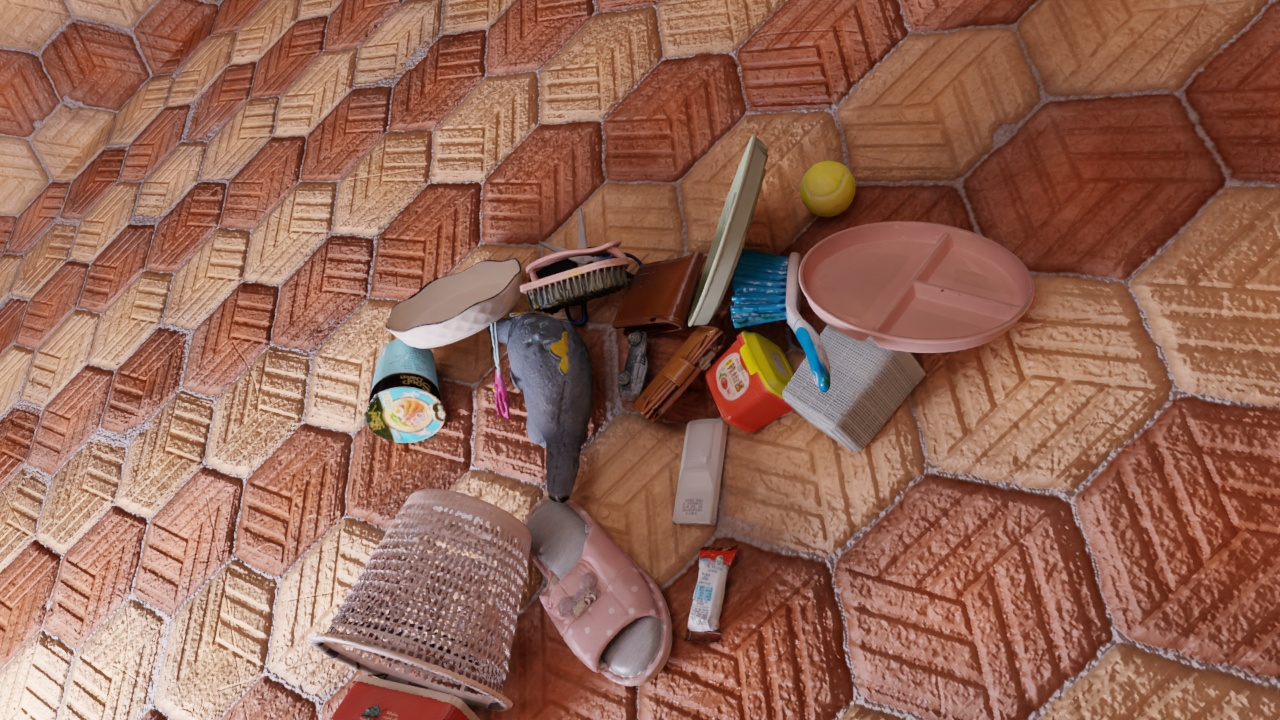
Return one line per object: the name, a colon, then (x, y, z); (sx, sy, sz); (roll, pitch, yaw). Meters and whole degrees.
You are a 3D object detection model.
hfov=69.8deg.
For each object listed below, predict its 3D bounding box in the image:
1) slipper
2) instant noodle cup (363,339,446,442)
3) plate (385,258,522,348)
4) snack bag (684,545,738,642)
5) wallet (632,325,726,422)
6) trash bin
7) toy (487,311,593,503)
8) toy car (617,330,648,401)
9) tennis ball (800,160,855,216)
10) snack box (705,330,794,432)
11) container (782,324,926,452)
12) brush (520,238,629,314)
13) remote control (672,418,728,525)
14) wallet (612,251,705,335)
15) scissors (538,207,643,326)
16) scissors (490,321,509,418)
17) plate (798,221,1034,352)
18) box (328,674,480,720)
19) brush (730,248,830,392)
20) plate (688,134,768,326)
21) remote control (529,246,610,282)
slipper: (-0.060, 0.243, 1.019); (0.114, 0.054, 0.274); (-46, 47, 2)
instant noodle cup: (-0.330, 0.036, 1.295); (0.111, 0.111, 0.120); (-29, 42, 16)
plate: (-0.256, -0.080, 1.292); (0.205, 0.045, 0.204); (-19, 24, 9)
snack bag: (0.073, 0.240, 0.953); (0.048, 0.026, 0.104); (-9, 60, 36)
wallet: (0.044, 0.014, 1.068); (0.132, 0.031, 0.108); (-50, 6, -1)
trash bin: (-0.220, 0.257, 1.016); (0.228, 0.227, 0.191); (-2, 56, 32)
toy: (-0.120, 0.023, 1.165); (0.138, 0.091, 0.356); (-50, 41, 23)
toy car: (-0.007, 0.007, 1.134); (0.034, 0.043, 0.090); (10, 70, 8)
tennis ball: (0.222, -0.204, 1.089); (0.066, 0.065, 0.065); (-16, 56, 25)
snack box: (0.124, 0.027, 1.015); (0.080, 0.082, 0.091); (-41, 46, 24)
container: (0.217, 0.024, 0.946); (0.090, 0.090, 0.111); (35, 88, 41)
brush: (-0.083, -0.112, 1.205); (0.146, 0.063, 0.073); (-16, 79, 20)
remote control: (0.067, 0.124, 1.027); (0.049, 0.024, 0.124); (-7, 61, 31)
wallet: (0.024, -0.084, 1.152); (0.125, 0.032, 0.101); (-4, 60, 53)
scissors: (-0.070, -0.129, 1.249); (0.162, 0.012, 0.175); (0, 77, 21)
scissors: (-0.184, 0.014, 1.198); (0.017, 0.137, 0.093); (-7, 21, -17)
plate: (0.277, -0.077, 0.936); (0.229, 0.028, 0.229); (-3, 37, 2)
box: (-0.260, 0.415, 1.018); (0.169, 0.091, 0.076); (-2, 41, 33)
brush: (0.147, -0.049, 0.971); (0.109, 0.061, 0.313); (-2, 28, 14)
plate: (0.102, -0.145, 1.058); (0.027, 0.231, 0.229); (17, 70, 0)
remote control: (-0.104, -0.131, 1.289); (0.137, 0.024, 0.053); (-11, 60, 28)
